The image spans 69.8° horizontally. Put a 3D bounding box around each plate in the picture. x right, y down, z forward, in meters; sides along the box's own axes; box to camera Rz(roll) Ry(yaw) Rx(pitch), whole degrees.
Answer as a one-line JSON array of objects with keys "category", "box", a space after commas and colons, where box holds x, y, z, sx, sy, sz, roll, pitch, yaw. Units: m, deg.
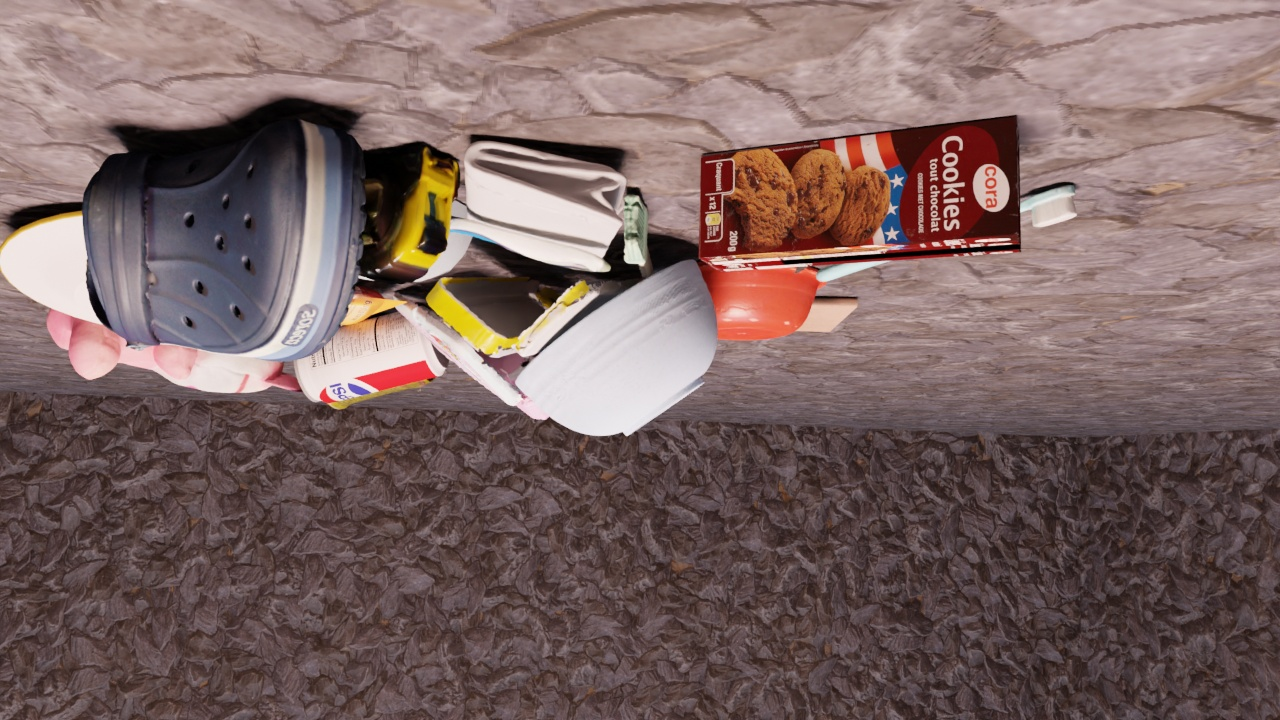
[{"category": "plate", "box": [-0.328, -0.049, 0.665, 0.230, 0.021, 0.230, -4, 162, -2]}]

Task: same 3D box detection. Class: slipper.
[{"category": "slipper", "box": [-0.231, -0.053, 0.458, 0.253, 0.105, 0.095, -4, 171, 42]}]

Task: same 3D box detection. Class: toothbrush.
[{"category": "toothbrush", "box": [0.170, -0.069, 0.540, 0.016, 0.016, 0.181, -6, 175, -35]}, {"category": "toothbrush", "box": [-0.108, -0.071, 0.494, 0.189, 0.017, 0.016, 14, 177, 0]}]

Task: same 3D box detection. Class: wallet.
[{"category": "wallet", "box": [-0.051, -0.084, 0.483, 0.086, 0.032, 0.116, 14, 173, -11]}]

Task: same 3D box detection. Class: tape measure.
[{"category": "tape measure", "box": [-0.129, -0.071, 0.459, 0.067, 0.062, 0.038, 0, 174, 25]}]

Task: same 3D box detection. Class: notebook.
[{"category": "notebook", "box": [0.083, -0.044, 0.853, 0.209, 0.008, 0.141, 1, 173, 3]}]

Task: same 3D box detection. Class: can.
[{"category": "can", "box": [-0.259, -0.005, 0.888, 0.132, 0.070, 0.070, -14, 172, 4]}]

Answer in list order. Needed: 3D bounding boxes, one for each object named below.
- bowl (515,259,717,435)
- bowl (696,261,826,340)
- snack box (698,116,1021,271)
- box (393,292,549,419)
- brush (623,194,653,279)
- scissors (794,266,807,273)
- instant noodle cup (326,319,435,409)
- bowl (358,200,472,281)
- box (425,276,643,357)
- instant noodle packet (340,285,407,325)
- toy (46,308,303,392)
[{"category": "bowl", "box": [-0.004, 0.004, 0.634, 0.150, 0.075, 0.150, -34, 176, -3]}, {"category": "bowl", "box": [0.079, -0.042, 0.714, 0.130, 0.045, 0.130, 1, 173, 0]}, {"category": "snack box", "box": [0.099, -0.074, 0.425, 0.141, 0.051, 0.031, -1, 173, 25]}, {"category": "box", "box": [-0.128, -0.025, 0.777, 0.100, 0.103, 0.201, -38, -151, -15]}, {"category": "brush", "box": [0.002, -0.066, 0.602, 0.012, 0.033, 0.217, 1, 175, 4]}, {"category": "scissors", "box": [0.114, -0.075, 0.570, 0.168, 0.012, 0.158, 1, 174, -31]}, {"category": "instant noodle cup", "box": [-0.278, -0.003, 0.970, 0.108, 0.102, 0.102, -8, 172, 7]}, {"category": "bowl", "box": [-0.154, -0.072, 0.555, 0.106, 0.039, 0.106, 2, 173, 0]}, {"category": "box", "box": [-0.061, -0.049, 0.650, 0.084, 0.080, 0.210, 42, -168, 6]}, {"category": "instant noodle packet", "box": [-0.328, -0.054, 0.772, 0.220, 0.032, 0.160, 6, 174, -31]}, {"category": "toy", "box": [-0.432, -0.018, 0.870, 0.212, 0.084, 0.142, 15, -173, -46]}]
